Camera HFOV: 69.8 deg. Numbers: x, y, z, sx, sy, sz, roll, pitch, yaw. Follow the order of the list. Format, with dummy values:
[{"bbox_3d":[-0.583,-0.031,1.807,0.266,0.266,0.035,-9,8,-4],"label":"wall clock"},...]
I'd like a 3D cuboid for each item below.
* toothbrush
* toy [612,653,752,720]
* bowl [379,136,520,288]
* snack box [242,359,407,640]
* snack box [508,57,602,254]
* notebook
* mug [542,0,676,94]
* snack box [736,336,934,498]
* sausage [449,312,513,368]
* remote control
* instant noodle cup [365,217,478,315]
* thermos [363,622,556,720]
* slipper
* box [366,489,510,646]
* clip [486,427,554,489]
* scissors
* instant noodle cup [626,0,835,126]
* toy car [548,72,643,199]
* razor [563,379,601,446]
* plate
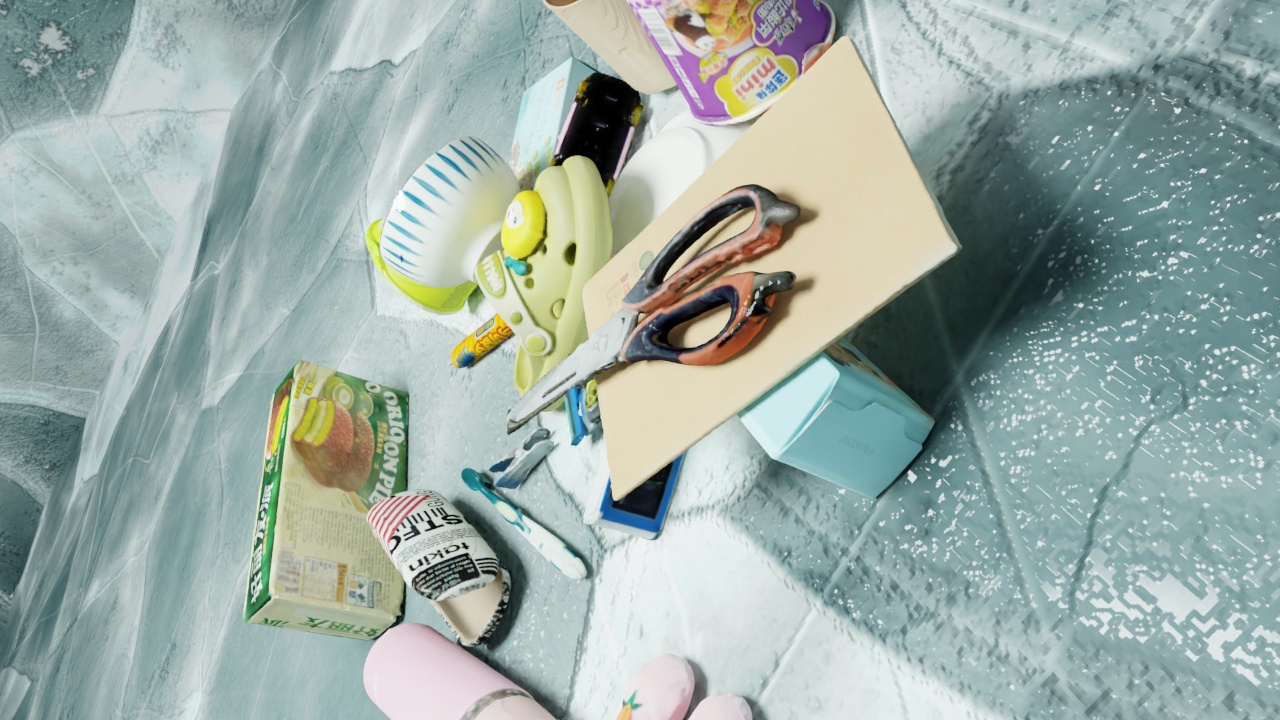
[{"bbox_3d":[-0.086,0.114,0.663,0.192,0.018,0.016,24,91,53],"label":"toothbrush"},{"bbox_3d":[-0.003,0.230,0.461,0.121,0.054,0.159,11,73,54],"label":"toy"},{"bbox_3d":[-0.129,-0.099,0.680,0.116,0.066,0.116,-52,-8,-11],"label":"bowl"},{"bbox_3d":[-0.274,0.121,0.819,0.063,0.114,0.239,-41,43,33],"label":"snack box"},{"bbox_3d":[-0.072,-0.155,0.754,0.074,0.051,0.174,-15,61,50],"label":"snack box"},{"bbox_3d":[0.044,-0.042,0.449,0.208,0.008,0.147,-40,43,32],"label":"notebook"},{"bbox_3d":[0.000,-0.275,0.671,0.084,0.103,0.124,11,74,43],"label":"mug"},{"bbox_3d":[0.066,-0.007,0.473,0.052,0.074,0.174,-56,37,16],"label":"snack box"},{"bbox_3d":[-0.116,-0.031,0.772,0.166,0.021,0.021,-32,48,40],"label":"sausage"},{"bbox_3d":[0.005,0.043,0.550,0.024,0.049,0.125,6,76,56],"label":"remote control"},{"bbox_3d":[-0.162,-0.121,0.817,0.124,0.111,0.111,-40,43,23],"label":"instant noodle cup"},{"bbox_3d":[-0.112,0.238,0.594,0.199,0.067,0.087,6,109,52],"label":"thermos"},{"bbox_3d":[-0.073,-0.049,0.640,0.091,0.081,0.191,-121,39,-53],"label":"slipper"},{"bbox_3d":[-0.147,0.155,0.690,0.163,0.076,0.087,21,127,55],"label":"box"},{"bbox_3d":[-0.086,0.072,0.677,0.058,0.026,0.038,-44,52,19],"label":"clip"},{"bbox_3d":[-0.006,-0.003,0.469,0.209,0.015,0.185,-61,37,9],"label":"scissors"},{"bbox_3d":[0.049,-0.220,0.570,0.112,0.099,0.111,-26,41,25],"label":"instant noodle cup"},{"bbox_3d":[-0.037,-0.166,0.707,0.037,0.056,0.122,129,160,-69],"label":"toy car"},{"bbox_3d":[-0.004,0.004,0.601,0.143,0.022,0.042,-44,46,36],"label":"razor"},{"bbox_3d":[0.019,-0.101,0.623,0.164,0.034,0.164,24,91,56],"label":"plate"}]
